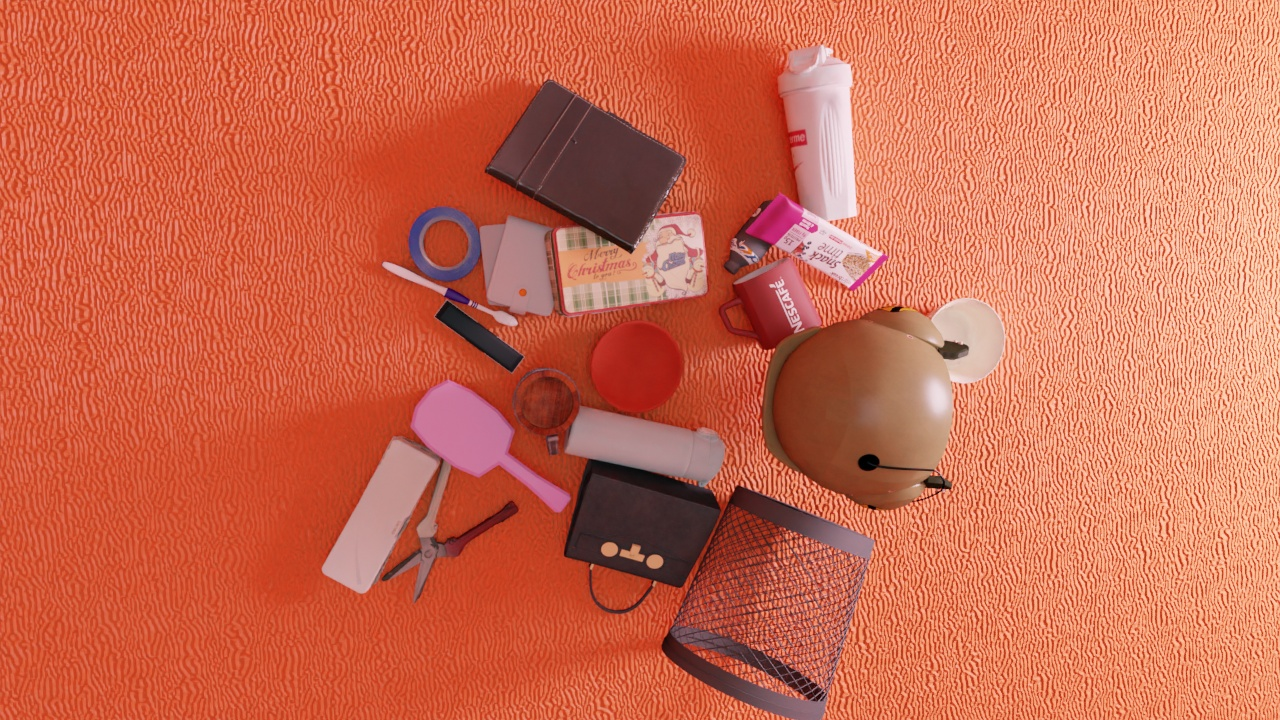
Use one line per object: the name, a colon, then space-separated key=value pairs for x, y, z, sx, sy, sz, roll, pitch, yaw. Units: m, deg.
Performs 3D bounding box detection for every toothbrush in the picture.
toothbrush: x=-0.244 y=-0.085 z=1.177 sx=0.186 sy=0.016 sz=0.015 roll=24 pitch=90 yaw=-7

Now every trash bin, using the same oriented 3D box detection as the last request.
trash bin: x=0.169 y=0.300 z=1.173 sx=0.217 sy=0.218 sz=0.227 roll=22 pitch=86 yaw=-10

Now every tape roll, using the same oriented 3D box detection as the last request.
tape roll: x=-0.249 y=-0.148 z=1.171 sx=0.091 sy=0.016 sz=0.093 roll=22 pitch=91 yaw=-10

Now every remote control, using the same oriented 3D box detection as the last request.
remote control: x=-0.208 y=-0.030 z=1.188 sx=0.124 sy=0.012 sz=0.028 roll=37 pitch=88 yaw=-9

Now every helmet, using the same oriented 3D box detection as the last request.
helmet: x=0.265 y=0.054 z=1.132 sx=0.232 sy=0.256 sz=0.250 roll=6 pitch=92 yaw=-13

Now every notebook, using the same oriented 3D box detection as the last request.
notebook: x=-0.064 y=-0.246 z=1.151 sx=0.209 sy=0.030 sz=0.169 roll=31 pitch=65 yaw=-4

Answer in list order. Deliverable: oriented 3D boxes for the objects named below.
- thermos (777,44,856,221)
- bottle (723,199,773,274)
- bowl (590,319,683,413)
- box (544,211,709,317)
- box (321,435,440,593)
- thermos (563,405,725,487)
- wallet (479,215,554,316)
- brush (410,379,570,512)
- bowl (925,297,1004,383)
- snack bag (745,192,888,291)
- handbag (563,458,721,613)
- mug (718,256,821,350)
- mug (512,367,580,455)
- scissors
thermos: x=0.236 y=-0.293 z=1.196 sx=0.099 sy=0.099 sz=0.220 roll=-10 pitch=100 yaw=-8
bottle: x=0.152 y=-0.162 z=1.215 sx=0.047 sy=0.047 sz=0.112 roll=39 pitch=88 yaw=-9
bowl: x=-0.007 y=0.007 z=1.209 sx=0.122 sy=0.035 sz=0.122 roll=-1 pitch=94 yaw=-9
box: x=-0.015 y=-0.124 z=1.175 sx=0.205 sy=0.050 sz=0.117 roll=-8 pitch=94 yaw=-18
box: x=-0.331 y=0.195 z=1.169 sx=0.083 sy=0.067 sz=0.199 roll=27 pitch=91 yaw=-29
thermos: x=0.007 y=0.110 z=1.204 sx=0.206 sy=0.065 sz=0.078 roll=13 pitch=105 yaw=-9
wallet: x=-0.158 y=-0.121 z=1.175 sx=0.115 sy=0.037 sz=0.118 roll=15 pitch=90 yaw=-12
brush: x=-0.188 y=0.118 z=1.179 sx=0.228 sy=0.043 sz=0.089 roll=39 pitch=78 yaw=-9
bowl: x=0.431 y=-0.028 z=1.259 sx=0.115 sy=0.062 sz=0.115 roll=-1 pitch=94 yaw=-9
snack bag: x=0.234 y=-0.151 z=1.201 sx=0.196 sy=0.016 sz=0.070 roll=24 pitch=127 yaw=-27
handbag: x=-0.013 y=0.249 z=1.223 sx=0.175 sy=0.072 sz=0.196 roll=17 pitch=102 yaw=-9
mug: x=0.165 y=-0.068 z=1.209 sx=0.116 sy=0.080 sz=0.096 roll=-26 pitch=97 yaw=1
mug: x=-0.118 y=0.065 z=1.158 sx=0.081 sy=0.111 sz=0.117 roll=-10 pitch=95 yaw=-8
scissors: x=-0.254 y=0.215 z=1.198 sx=0.198 sy=0.015 sz=0.179 roll=-14 pitch=96 yaw=-8
